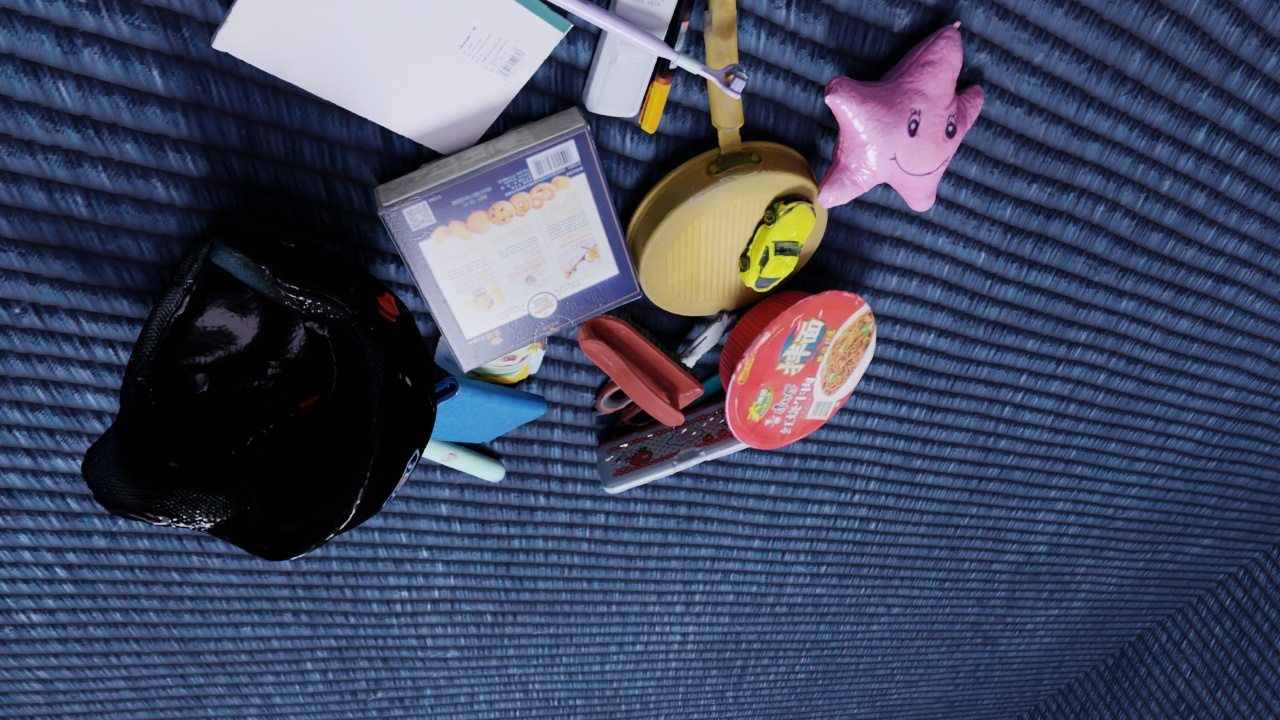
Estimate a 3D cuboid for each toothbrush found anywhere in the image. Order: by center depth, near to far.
[{"bbox_3d":[-0.001,-0.244,0.689,0.189,0.029,0.021,18,163,-25],"label":"toothbrush"},{"bbox_3d":[-0.220,0.093,0.977,0.026,0.027,0.224,-54,144,1],"label":"toothbrush"}]

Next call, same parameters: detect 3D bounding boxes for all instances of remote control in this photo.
[{"bbox_3d":[-0.007,-0.248,0.718,0.049,0.024,0.125,0,135,-24],"label":"remote control"}]

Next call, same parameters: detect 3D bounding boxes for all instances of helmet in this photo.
[{"bbox_3d":[-0.274,0.026,0.725,0.234,0.275,0.230,-55,160,12],"label":"helmet"}]

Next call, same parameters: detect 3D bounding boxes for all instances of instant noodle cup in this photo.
[{"bbox_3d":[0.154,-0.001,0.963,0.193,0.066,0.194,-19,131,-24],"label":"instant noodle cup"}]

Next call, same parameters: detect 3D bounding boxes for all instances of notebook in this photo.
[{"bbox_3d":[-0.168,-0.233,0.652,0.151,0.012,0.209,-43,143,24],"label":"notebook"}]

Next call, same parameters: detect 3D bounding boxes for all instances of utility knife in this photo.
[{"bbox_3d":[0.115,0.009,1.063,0.180,0.013,0.029,-32,142,14],"label":"utility knife"}]

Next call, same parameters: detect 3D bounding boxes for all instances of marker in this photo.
[{"bbox_3d":[0.022,-0.240,0.732,0.018,0.015,0.124,-32,151,-47],"label":"marker"}]

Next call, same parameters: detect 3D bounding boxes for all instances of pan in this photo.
[{"bbox_3d":[0.076,-0.178,0.817,0.197,0.078,0.358,-16,146,-10],"label":"pan"}]

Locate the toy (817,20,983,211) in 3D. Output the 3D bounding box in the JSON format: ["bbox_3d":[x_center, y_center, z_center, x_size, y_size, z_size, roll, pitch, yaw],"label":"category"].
[{"bbox_3d":[0.232,-0.215,0.816,0.194,0.074,0.179,-2,124,-34],"label":"toy"}]

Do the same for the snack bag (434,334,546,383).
[{"bbox_3d":[-0.125,-0.056,0.871,0.110,0.038,0.191,12,130,-18],"label":"snack bag"}]

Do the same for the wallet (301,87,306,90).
[{"bbox_3d":[-0.204,-0.249,0.637,0.122,0.020,0.096,-24,145,1],"label":"wallet"}]

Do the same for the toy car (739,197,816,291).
[{"bbox_3d":[0.129,-0.105,0.849,0.048,0.032,0.105,-4,141,-25],"label":"toy car"}]

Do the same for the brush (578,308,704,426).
[{"bbox_3d":[-0.006,0.005,0.932,0.063,0.069,0.146,-35,116,30],"label":"brush"}]

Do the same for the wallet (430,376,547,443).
[{"bbox_3d":[-0.176,0.051,0.936,0.107,0.040,0.133,-25,155,29],"label":"wallet"}]

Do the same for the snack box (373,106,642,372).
[{"bbox_3d":[-0.106,-0.099,0.786,0.178,0.045,0.183,-23,131,-5],"label":"snack box"}]

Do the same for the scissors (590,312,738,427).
[{"bbox_3d":[0.022,0.010,0.996,0.192,0.015,0.207,-8,145,0],"label":"scissors"}]

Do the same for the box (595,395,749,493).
[{"bbox_3d":[0.047,0.093,1.069,0.201,0.073,0.154,-20,180,0],"label":"box"}]
